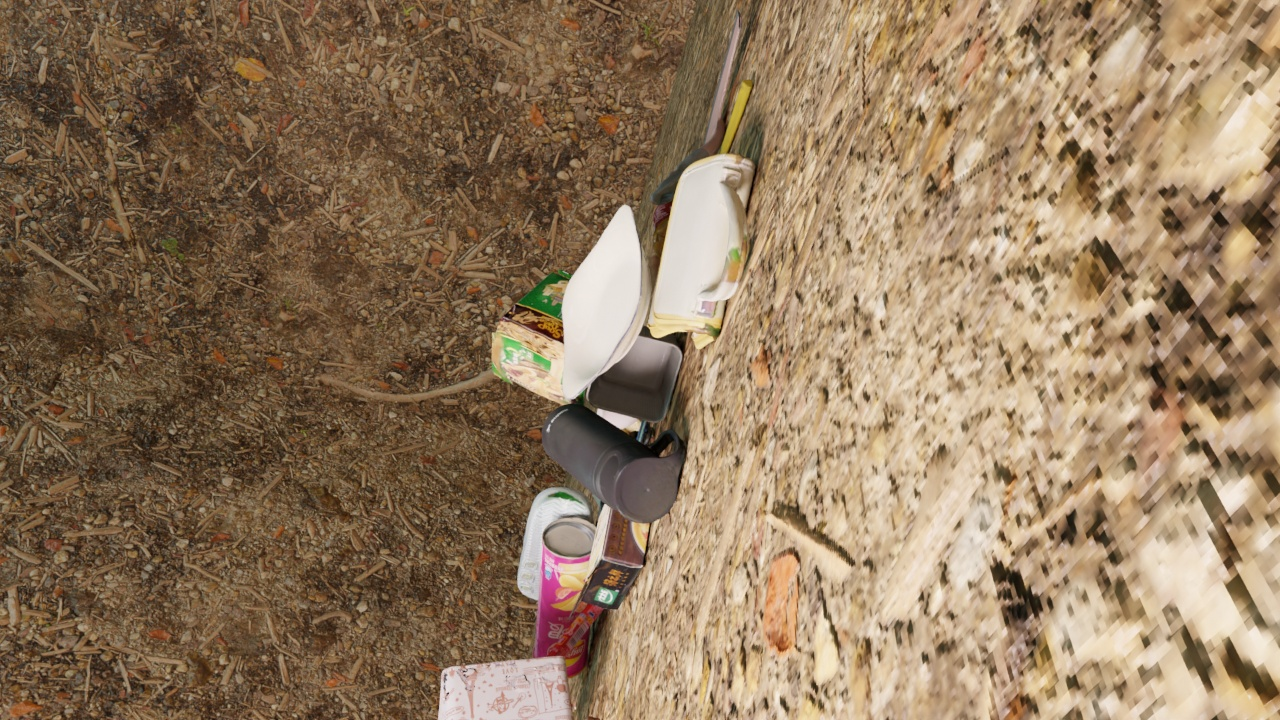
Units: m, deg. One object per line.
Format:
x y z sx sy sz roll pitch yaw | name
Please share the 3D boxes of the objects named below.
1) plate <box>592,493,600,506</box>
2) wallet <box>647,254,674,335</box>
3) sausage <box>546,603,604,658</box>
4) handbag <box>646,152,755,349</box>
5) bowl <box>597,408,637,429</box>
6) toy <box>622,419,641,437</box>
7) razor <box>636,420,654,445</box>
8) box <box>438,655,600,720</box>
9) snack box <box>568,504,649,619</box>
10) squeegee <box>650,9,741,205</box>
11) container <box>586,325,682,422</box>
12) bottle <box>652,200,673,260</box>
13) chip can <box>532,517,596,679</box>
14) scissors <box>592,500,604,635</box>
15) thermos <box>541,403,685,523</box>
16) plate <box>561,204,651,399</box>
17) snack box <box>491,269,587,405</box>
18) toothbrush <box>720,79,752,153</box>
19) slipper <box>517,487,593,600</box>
-0.033 0.102 1.383 0.162 0.034 0.265 113 170 -63 | plate
0.024 -0.080 1.156 0.115 0.020 0.101 -110 12 -86 | wallet
-0.081 0.321 1.055 0.155 0.020 0.020 -47 -13 -34 | sausage
0.057 -0.100 0.800 0.179 0.063 0.163 157 126 -80 | handbag
-0.014 0.041 1.161 0.118 0.064 0.118 -168 92 -85 | bowl
-0.032 0.120 1.231 0.105 0.066 0.157 -38 27 24 | toy
-0.004 0.107 1.103 0.143 0.022 0.042 118 171 -63 | razor
-0.122 0.431 0.930 0.183 0.156 0.192 105 159 -47 | box
-0.028 0.194 0.944 0.113 0.053 0.125 111 172 -52 | snack box
0.067 -0.243 1.071 0.248 0.040 0.248 -61 -11 -45 | squeegee
-0.006 0.006 1.038 0.114 0.090 0.090 -85 10 -78 | container
0.044 -0.163 1.120 0.174 0.057 0.057 -88 13 -68 | bottle
-0.090 0.292 1.116 0.071 0.071 0.211 -83 1 -58 | chip can
-0.051 0.255 1.160 0.160 0.014 0.175 90 -175 -65 | scissors
-0.026 0.089 0.895 0.090 0.068 0.243 -39 19 -12 | thermos
-0.030 -0.053 0.907 0.164 0.034 0.164 -49 33 42 | plate
-0.091 -0.026 1.042 0.105 0.118 0.118 -59 -10 -34 | snack box
0.090 -0.236 1.031 0.191 0.016 0.015 110 173 -53 | toothbrush
-0.105 0.238 1.189 0.074 0.104 0.246 -89 5 -46 | slipper
